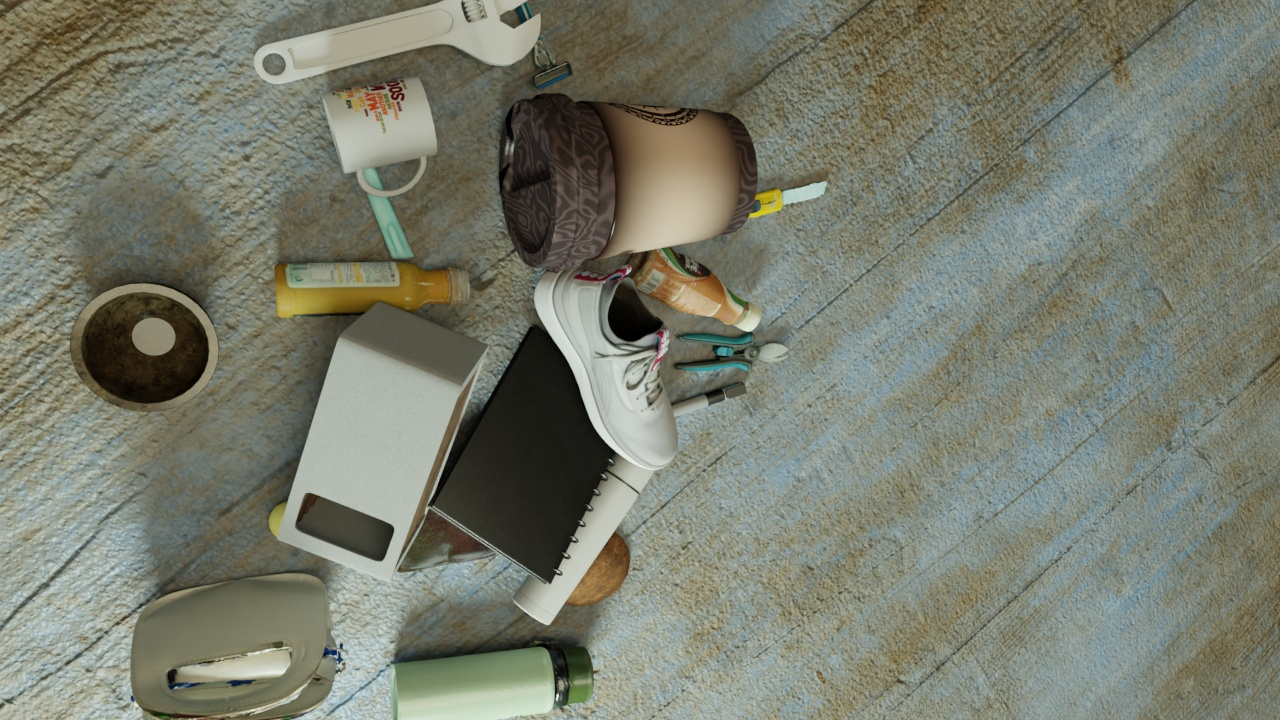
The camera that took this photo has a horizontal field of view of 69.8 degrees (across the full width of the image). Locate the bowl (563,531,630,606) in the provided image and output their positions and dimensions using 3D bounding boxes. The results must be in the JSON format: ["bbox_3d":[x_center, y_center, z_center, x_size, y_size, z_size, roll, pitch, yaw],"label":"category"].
[{"bbox_3d":[-0.062,0.254,1.103,0.114,0.026,0.102,-4,105,-20],"label":"bowl"}]

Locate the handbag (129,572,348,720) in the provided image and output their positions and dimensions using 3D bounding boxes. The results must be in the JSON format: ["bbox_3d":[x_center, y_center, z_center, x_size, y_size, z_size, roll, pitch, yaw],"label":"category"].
[{"bbox_3d":[-0.392,0.302,0.899,0.200,0.199,0.093,-5,110,-17],"label":"handbag"}]

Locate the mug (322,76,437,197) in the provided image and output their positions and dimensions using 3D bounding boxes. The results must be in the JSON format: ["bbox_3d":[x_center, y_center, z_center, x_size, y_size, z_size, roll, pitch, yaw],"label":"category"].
[{"bbox_3d":[-0.247,-0.212,0.883,0.089,0.073,0.105,-16,109,-16],"label":"mug"}]

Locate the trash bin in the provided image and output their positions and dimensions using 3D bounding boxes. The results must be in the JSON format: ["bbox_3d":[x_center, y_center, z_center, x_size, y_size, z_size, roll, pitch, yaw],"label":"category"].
[{"bbox_3d":[-0.249,0.078,0.894,0.114,0.114,0.229,22,110,-4],"label":"trash bin"}]

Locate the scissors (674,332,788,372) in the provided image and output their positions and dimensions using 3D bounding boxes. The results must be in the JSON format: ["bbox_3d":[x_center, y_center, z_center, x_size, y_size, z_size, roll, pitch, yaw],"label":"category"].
[{"bbox_3d":[0.107,-0.014,1.100,0.132,0.019,0.148,-43,113,-5],"label":"scissors"}]

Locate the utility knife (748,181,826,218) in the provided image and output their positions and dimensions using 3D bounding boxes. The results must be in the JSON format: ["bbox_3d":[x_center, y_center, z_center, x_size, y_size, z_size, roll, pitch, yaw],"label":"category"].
[{"bbox_3d":[0.127,-0.181,1.067,0.206,0.018,0.030,-18,119,-19],"label":"utility knife"}]

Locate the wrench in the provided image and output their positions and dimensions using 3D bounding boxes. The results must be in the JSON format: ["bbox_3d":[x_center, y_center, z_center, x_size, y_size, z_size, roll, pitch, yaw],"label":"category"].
[{"bbox_3d":[-0.230,-0.304,0.886,0.273,0.018,0.087,-19,106,-10],"label":"wrench"}]

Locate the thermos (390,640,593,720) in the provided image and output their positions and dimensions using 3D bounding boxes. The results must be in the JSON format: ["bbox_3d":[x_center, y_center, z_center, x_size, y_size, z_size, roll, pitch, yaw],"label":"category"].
[{"bbox_3d":[-0.170,0.376,1.071,0.231,0.082,0.082,-1,104,-20],"label":"thermos"}]

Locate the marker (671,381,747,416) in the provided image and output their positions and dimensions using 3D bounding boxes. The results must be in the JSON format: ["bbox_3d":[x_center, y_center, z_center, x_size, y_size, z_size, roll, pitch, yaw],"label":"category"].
[{"bbox_3d":[0.061,0.053,1.102,0.140,0.016,0.016,-17,109,-16],"label":"marker"}]

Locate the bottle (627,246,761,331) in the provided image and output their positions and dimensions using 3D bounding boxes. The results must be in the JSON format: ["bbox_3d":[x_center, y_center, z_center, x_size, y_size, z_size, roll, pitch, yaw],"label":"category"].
[{"bbox_3d":[0.065,-0.079,1.044,0.167,0.059,0.059,25,94,-24],"label":"bottle"}]

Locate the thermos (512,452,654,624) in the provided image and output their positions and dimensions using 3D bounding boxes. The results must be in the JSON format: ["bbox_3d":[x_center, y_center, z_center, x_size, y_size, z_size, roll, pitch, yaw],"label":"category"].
[{"bbox_3d":[-0.061,0.196,1.060,0.052,0.052,0.224,40,80,-25],"label":"thermos"}]

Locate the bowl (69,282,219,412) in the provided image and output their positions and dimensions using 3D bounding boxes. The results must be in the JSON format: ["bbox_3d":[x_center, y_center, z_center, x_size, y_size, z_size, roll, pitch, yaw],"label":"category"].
[{"bbox_3d":[-0.461,-0.017,0.864,0.121,0.056,0.121,-5,106,-19],"label":"bowl"}]

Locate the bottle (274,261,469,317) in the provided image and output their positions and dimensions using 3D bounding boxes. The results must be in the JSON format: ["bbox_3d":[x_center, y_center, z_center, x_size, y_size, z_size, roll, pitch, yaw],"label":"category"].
[{"bbox_3d":[-0.268,-0.072,0.925,0.186,0.053,0.053,-3,105,-21],"label":"bottle"}]

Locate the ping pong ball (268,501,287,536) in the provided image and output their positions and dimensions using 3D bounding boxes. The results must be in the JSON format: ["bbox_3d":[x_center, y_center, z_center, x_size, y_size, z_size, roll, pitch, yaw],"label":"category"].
[{"bbox_3d":[-0.367,0.167,0.958,0.040,0.040,0.040,-5,106,-20],"label":"ping pong ball"}]

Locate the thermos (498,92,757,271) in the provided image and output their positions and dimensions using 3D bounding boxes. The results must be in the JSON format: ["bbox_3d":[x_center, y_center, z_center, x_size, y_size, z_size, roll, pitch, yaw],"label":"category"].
[{"bbox_3d":[-0.010,-0.185,0.935,0.225,0.173,0.173,-9,107,-26],"label":"thermos"}]

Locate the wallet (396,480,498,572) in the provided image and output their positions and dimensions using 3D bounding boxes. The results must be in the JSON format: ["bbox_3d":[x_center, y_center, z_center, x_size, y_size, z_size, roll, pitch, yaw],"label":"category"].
[{"bbox_3d":[-0.221,0.178,1.008,0.120,0.031,0.099,-9,110,3],"label":"wallet"}]

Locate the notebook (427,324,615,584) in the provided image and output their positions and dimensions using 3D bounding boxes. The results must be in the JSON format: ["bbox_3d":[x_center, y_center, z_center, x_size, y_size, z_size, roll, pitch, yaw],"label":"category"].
[{"bbox_3d":[-0.105,0.102,0.994,0.169,0.019,0.230,40,59,-25],"label":"notebook"}]

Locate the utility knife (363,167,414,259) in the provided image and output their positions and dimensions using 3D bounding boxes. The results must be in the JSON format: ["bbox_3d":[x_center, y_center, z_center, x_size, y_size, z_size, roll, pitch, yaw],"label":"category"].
[{"bbox_3d":[-0.261,-0.157,0.925,0.022,0.015,0.120,-24,110,-15],"label":"utility knife"}]

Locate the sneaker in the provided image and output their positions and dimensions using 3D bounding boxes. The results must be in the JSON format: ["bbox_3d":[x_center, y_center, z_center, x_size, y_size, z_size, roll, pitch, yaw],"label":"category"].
[{"bbox_3d":[-0.006,0.006,0.992,0.096,0.129,0.263,-42,115,-35],"label":"sneaker"}]

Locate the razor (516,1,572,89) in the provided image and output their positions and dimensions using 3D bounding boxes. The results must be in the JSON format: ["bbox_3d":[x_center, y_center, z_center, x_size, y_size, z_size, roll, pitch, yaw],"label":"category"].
[{"bbox_3d":[-0.116,-0.350,0.926,0.042,0.022,0.144,-26,107,-8],"label":"razor"}]
